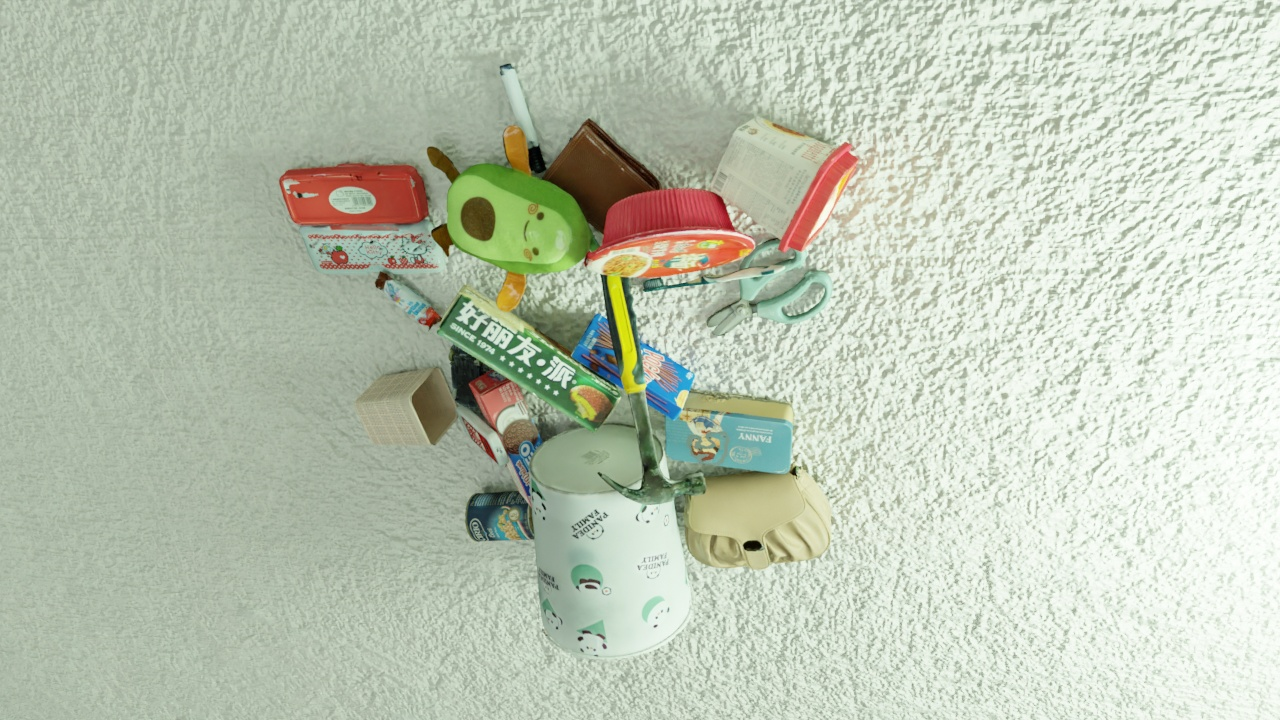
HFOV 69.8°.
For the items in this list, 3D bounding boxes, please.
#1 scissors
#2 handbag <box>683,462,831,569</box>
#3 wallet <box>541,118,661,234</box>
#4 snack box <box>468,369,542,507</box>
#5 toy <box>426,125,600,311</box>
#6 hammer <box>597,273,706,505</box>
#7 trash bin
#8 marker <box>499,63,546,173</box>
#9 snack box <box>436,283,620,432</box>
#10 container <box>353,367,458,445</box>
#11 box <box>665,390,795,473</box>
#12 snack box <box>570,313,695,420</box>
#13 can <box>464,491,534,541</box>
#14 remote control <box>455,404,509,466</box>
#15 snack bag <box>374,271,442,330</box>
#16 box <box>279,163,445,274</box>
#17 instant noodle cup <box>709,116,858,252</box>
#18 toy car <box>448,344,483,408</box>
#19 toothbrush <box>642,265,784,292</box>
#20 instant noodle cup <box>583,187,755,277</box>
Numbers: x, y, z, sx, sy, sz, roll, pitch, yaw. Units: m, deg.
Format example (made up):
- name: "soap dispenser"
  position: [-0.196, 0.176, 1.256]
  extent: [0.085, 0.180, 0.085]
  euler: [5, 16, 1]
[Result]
- name: "scissors"
  position: [0.139, -0.087, 1.122]
  extent: [0.180, 0.019, 0.139]
  euler: [-22, 113, 30]
- name: "handbag"
  position: [0.156, 0.220, 1.261]
  extent: [0.205, 0.099, 0.148]
  euler: [-12, 121, 20]
- name: "wallet"
  position: [-0.047, -0.211, 1.095]
  extent: [0.124, 0.032, 0.101]
  euler: [40, 127, -9]
- name: "snack box"
  position: [-0.175, 0.112, 1.308]
  extent: [0.057, 0.058, 0.208]
  euler: [-29, 120, -17]
- name: "toy"
  position: [-0.162, -0.169, 1.105]
  extent: [0.247, 0.089, 0.227]
  euler: [16, 118, 22]
- name: "hammer"
  position: [-0.012, 0.018, 1.128]
  extent: [0.126, 0.032, 0.323]
  euler: [-11, 87, -9]
- name: "trash bin"
  position: [-0.046, 0.240, 1.273]
  extent: [0.230, 0.229, 0.252]
  euler: [2, 117, 16]
- name: "marker"
  position: [-0.140, -0.284, 1.084]
  extent: [0.023, 0.018, 0.131]
  euler: [-1, 122, 29]
- name: "snack box"
  position: [-0.142, -0.005, 1.178]
  extent: [0.240, 0.114, 0.063]
  euler: [34, 95, -13]
- name: "container"
  position: [-0.342, 0.070, 1.332]
  extent: [0.111, 0.089, 0.090]
  euler: [-5, 120, 23]
- name: "box"
  position: [0.125, 0.094, 1.216]
  extent: [0.184, 0.059, 0.090]
  euler: [5, 124, 16]
- name: "snack box"
  position: [-0.007, 0.007, 1.186]
  extent: [0.157, 0.084, 0.026]
  euler: [32, 125, -4]
- name: "can"
  position: [-0.201, 0.237, 1.401]
  extent: [0.111, 0.075, 0.075]
  euler: [-6, 119, 20]
- name: "remote control"
  position: [-0.228, 0.106, 1.308]
  extent: [0.136, 0.020, 0.056]
  euler: [29, 145, 54]
- name: "snack bag"
  position: [-0.320, -0.082, 1.263]
  extent: [0.105, 0.026, 0.045]
  euler: [39, 147, -10]
- name: "box"
  position: [-0.366, -0.181, 1.209]
  extent: [0.201, 0.037, 0.158]
  euler: [1, 122, 16]
- name: "instant noodle cup"
  position: [0.153, -0.197, 0.995]
  extent: [0.124, 0.116, 0.117]
  euler: [32, 126, 10]
- name: "toy car"
  position: [-0.243, 0.020, 1.302]
  extent: [0.049, 0.031, 0.106]
  euler: [12, 123, 14]
- name: "toothbrush"
  position: [0.085, -0.102, 1.117]
  extent: [0.192, 0.016, 0.018]
  euler: [-6, 108, 30]
- name: "instant noodle cup"
  position: [0.030, -0.146, 1.042]
  extent: [0.194, 0.193, 0.066]
  euler: [-9, 83, 23]
